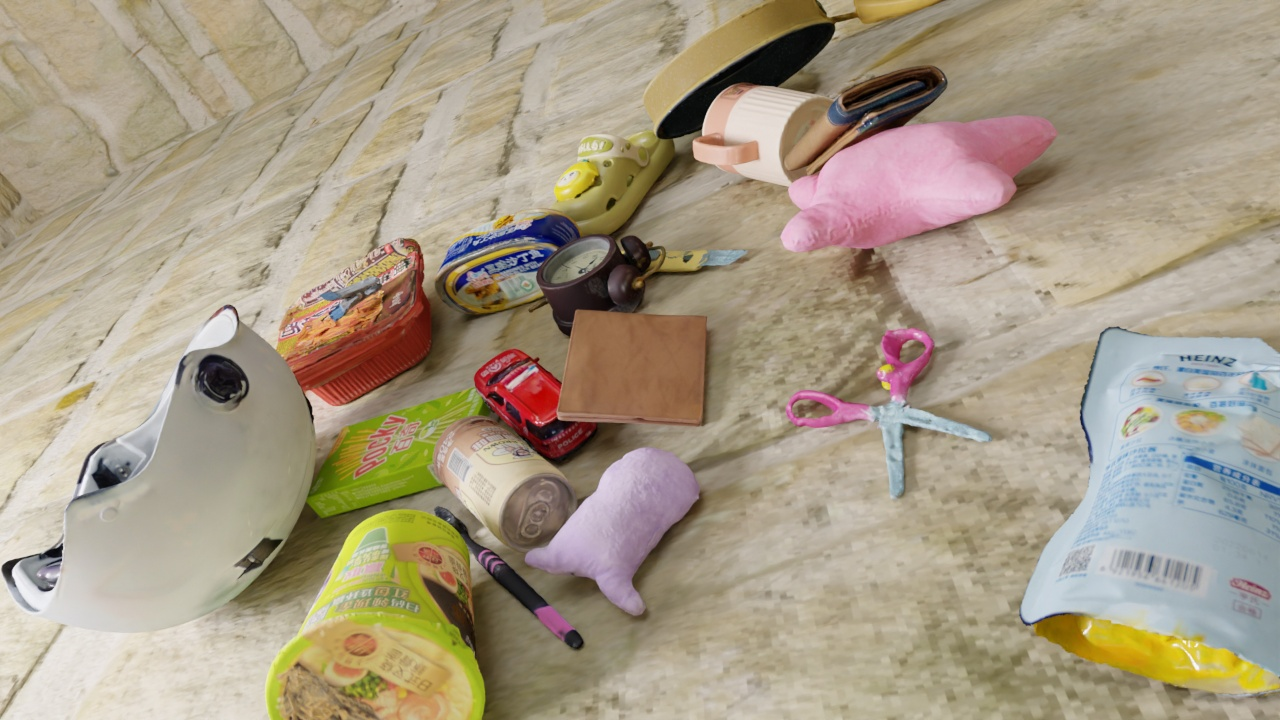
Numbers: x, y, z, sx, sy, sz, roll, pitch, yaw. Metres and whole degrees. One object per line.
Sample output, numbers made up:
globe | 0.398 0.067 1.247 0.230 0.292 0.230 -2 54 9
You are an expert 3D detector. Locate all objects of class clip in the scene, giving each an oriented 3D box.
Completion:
clip | -0.267 -0.062 0.853 0.058 0.045 0.027 -30 33 -21

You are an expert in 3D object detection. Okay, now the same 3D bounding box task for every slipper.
slipper | -0.038 -0.193 0.933 0.092 0.081 0.190 0 40 42

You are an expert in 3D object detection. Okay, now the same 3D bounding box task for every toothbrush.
toothbrush | -0.090 0.134 0.586 0.014 0.018 0.189 -41 35 -20

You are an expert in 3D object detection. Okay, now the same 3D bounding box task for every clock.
clock | -0.033 -0.068 0.779 0.122 0.055 0.081 -15 35 21

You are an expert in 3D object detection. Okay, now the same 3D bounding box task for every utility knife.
utility knife | 0.016 -0.088 0.810 0.188 0.020 0.030 9 55 40

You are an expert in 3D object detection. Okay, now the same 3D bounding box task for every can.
can | -0.126 -0.092 0.871 0.148 0.074 0.049 -15 39 25
can | -0.094 0.081 0.620 0.058 0.058 0.116 -41 34 -16

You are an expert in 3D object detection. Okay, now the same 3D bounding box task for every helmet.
helmet | -0.337 0.095 0.705 0.230 0.146 0.257 -31 30 35

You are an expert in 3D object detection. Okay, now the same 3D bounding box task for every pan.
pan | 0.167 -0.305 0.868 0.358 0.078 0.197 -29 0 20

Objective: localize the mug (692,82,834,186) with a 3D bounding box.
mug | 0.106 -0.193 0.802 0.114 0.082 0.106 -20 28 -25

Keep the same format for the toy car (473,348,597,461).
toy car | -0.082 0.027 0.685 0.052 0.045 0.120 -37 43 -19

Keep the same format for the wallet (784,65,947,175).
wallet | 0.169 -0.181 0.706 0.090 0.033 0.115 -21 -4 -15

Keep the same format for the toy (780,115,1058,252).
toy | 0.200 -0.135 0.668 0.195 0.075 0.178 -12 24 22

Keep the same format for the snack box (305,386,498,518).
snack box | -0.191 0.073 0.741 0.157 0.026 0.085 -17 34 22

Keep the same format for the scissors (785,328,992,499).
scissors | 0.141 0.030 0.543 0.131 0.017 0.133 -12 40 24

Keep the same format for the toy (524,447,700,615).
toy | -0.007 0.095 0.551 0.084 0.039 0.107 21 53 31

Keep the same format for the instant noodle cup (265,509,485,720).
instant noodle cup | -0.143 0.150 0.530 0.112 0.112 0.123 -26 25 7

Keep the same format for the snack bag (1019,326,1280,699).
snack bag | 0.245 0.052 0.407 0.110 0.039 0.190 -3 39 44

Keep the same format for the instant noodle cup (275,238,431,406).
instant noodle cup | -0.274 -0.031 0.901 0.164 0.079 0.188 -28 32 5

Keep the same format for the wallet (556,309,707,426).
wallet | -0.004 0.004 0.657 0.101 0.020 0.115 3 42 4
